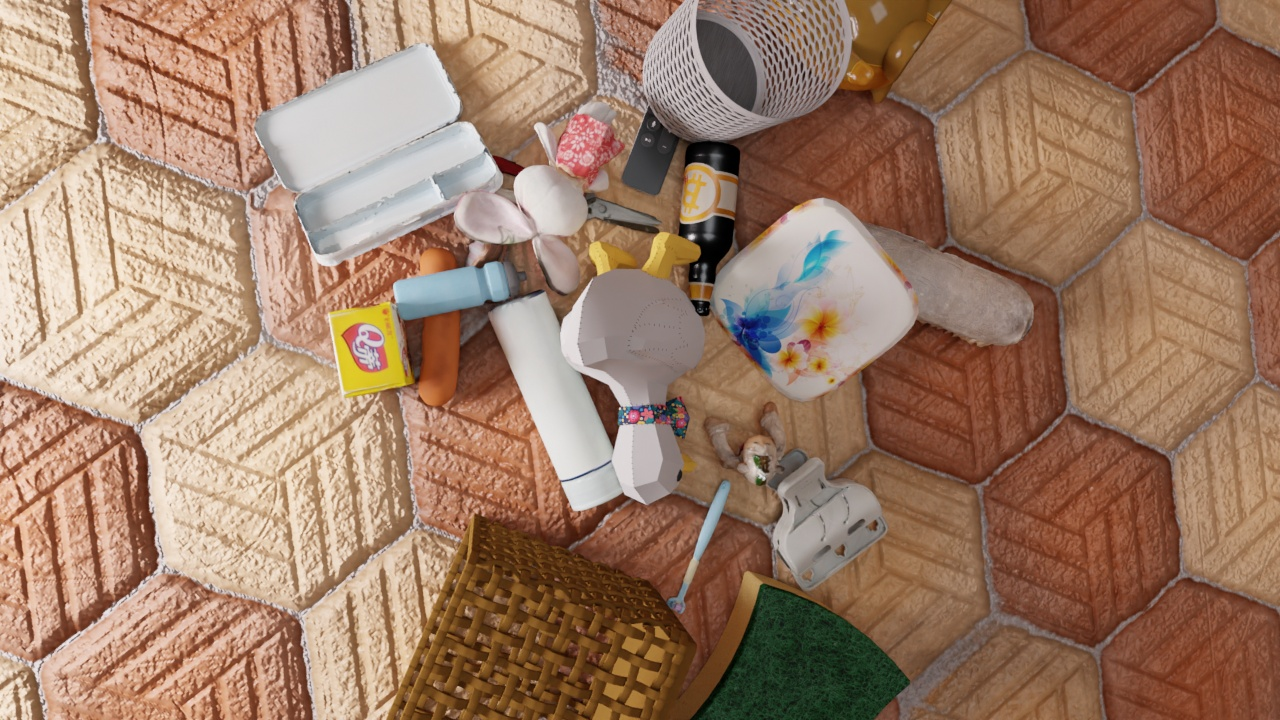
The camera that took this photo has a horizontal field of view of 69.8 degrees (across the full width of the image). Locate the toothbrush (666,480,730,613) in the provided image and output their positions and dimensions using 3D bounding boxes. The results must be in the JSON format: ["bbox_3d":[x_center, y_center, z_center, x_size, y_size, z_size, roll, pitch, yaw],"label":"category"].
[{"bbox_3d":[0.067,0.204,1.011,0.022,0.016,0.155,21,87,29],"label":"toothbrush"}]

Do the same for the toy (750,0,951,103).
[{"bbox_3d":[0.208,-0.384,0.967,0.203,0.163,0.198,35,54,4],"label":"toy"}]

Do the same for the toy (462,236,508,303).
[{"bbox_3d":[-0.161,-0.116,0.961,0.054,0.042,0.101,21,78,-31],"label":"toy"}]

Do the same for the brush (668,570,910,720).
[{"bbox_3d":[0.144,0.379,0.994,0.195,0.075,0.250,34,85,-8],"label":"brush"}]

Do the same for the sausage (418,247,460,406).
[{"bbox_3d":[-0.208,-0.035,0.951,0.039,0.045,0.164,1,90,-45],"label":"sausage"}]

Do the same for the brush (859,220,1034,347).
[{"bbox_3d":[0.312,-0.087,1.027,0.271,0.056,0.083,19,92,-8],"label":"brush"}]

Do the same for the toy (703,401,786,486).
[{"bbox_3d":[0.116,0.098,0.977,0.085,0.105,0.074,-5,112,-2],"label":"toy"}]

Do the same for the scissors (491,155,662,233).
[{"bbox_3d":[-0.074,-0.177,0.987,0.187,0.015,0.146,-19,93,-10],"label":"scissors"}]

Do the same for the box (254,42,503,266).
[{"bbox_3d":[-0.269,-0.211,0.943,0.209,0.061,0.192,-29,76,-9],"label":"box"}]

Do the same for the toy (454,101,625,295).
[{"bbox_3d":[-0.084,-0.179,0.935,0.159,0.084,0.194,28,91,-33],"label":"toy"}]

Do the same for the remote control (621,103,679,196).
[{"bbox_3d":[0.023,-0.254,1.004,0.045,0.008,0.146,21,87,-9],"label":"remote control"}]

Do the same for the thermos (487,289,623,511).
[{"bbox_3d":[-0.085,0.042,0.960,0.068,0.068,0.230,-24,93,-8],"label":"thermos"}]

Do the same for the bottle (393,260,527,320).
[{"bbox_3d":[-0.177,-0.072,0.913,0.130,0.040,0.040,-13,92,-10],"label":"bottle"}]

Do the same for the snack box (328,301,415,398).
[{"bbox_3d":[-0.265,-0.010,0.910,0.061,0.106,0.083,-11,92,-9],"label":"snack box"}]

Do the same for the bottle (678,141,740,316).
[{"bbox_3d":[0.071,-0.139,0.987,0.059,0.059,0.181,5,90,-9],"label":"bottle"}]

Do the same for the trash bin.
[{"bbox_3d":[0.095,-0.303,0.919,0.156,0.183,0.156,-1,93,-18],"label":"trash bin"}]

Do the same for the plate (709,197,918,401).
[{"bbox_3d":[0.186,-0.061,0.992,0.187,0.016,0.187,-40,97,16],"label":"plate"}]

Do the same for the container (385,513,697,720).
[{"bbox_3d":[-0.110,0.318,0.880,0.214,0.220,0.251,23,87,-9],"label":"container"}]

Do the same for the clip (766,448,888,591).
[{"bbox_3d":[0.198,0.170,1.014,0.124,0.074,0.144,-35,106,-10],"label":"clip"}]

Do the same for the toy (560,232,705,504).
[{"bbox_3d":[-0.005,0.005,0.919,0.141,0.246,0.267,-5,74,23],"label":"toy"}]
